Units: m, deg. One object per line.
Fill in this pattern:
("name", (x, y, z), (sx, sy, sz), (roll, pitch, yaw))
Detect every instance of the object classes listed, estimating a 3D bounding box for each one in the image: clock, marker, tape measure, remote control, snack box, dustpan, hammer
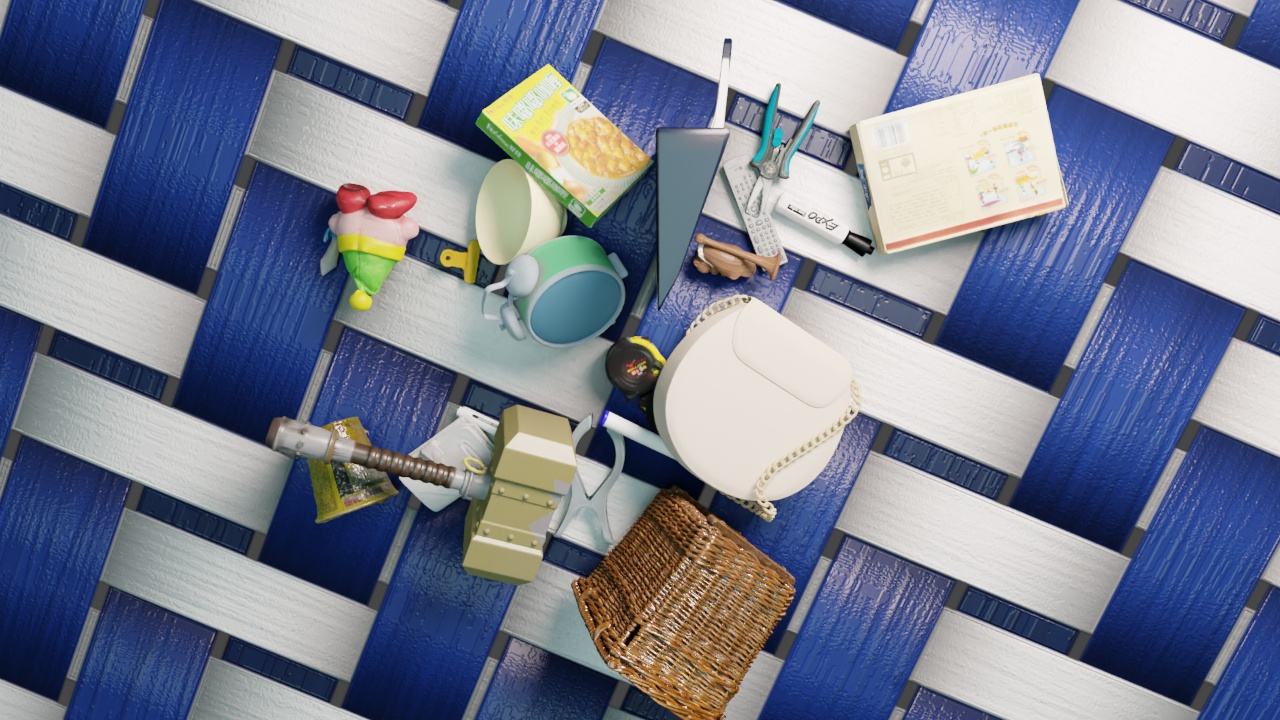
("clock", (-0.102, -0.076, 1.036), (0.161, 0.075, 0.122), (-9, 138, -26))
("marker", (0.017, 0.097, 1.103), (0.141, 0.020, 0.020), (26, 98, -13))
("tape measure", (0.036, 0.059, 1.101), (0.067, 0.038, 0.062), (-26, 97, 5))
("marker", (0.216, -0.157, 1.071), (0.126, 0.025, 0.025), (28, 98, -2))
("remote control", (0.134, -0.173, 1.077), (0.033, 0.013, 0.136), (-22, 96, 5))
("snack box", (0.357, -0.220, 1.041), (0.207, 0.055, 0.153), (-15, 97, 4))
("dustpan", (0.056, -0.196, 0.965), (0.080, 0.236, 0.273), (-1, 98, 1))
("tape measure", (-0.007, 0.006, 1.095), (0.071, 0.042, 0.072), (-30, 100, 7))
("snack box", (-0.080, -0.243, 1.027), (0.168, 0.131, 0.027), (42, 140, -4))
("marker", (-0.164, 0.088, 1.124), (0.133, 0.017, 0.020), (25, 61, -1))
("hammer", (-0.254, 0.124, 1.039), (0.324, 0.100, 0.190), (17, 108, -15))

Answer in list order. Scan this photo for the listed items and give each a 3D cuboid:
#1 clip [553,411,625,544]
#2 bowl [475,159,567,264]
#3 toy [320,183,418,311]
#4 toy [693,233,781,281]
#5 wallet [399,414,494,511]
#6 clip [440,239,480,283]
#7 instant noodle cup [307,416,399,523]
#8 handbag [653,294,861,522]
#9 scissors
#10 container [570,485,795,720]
("clip", (-0.075, 0.143, 1.124), (0.108, 0.028, 0.163), (5, 97, 2))
("bowl", (-0.127, -0.166, 1.054), (0.073, 0.118, 0.118), (1, 101, -41))
("toy", (-0.323, -0.134, 1.067), (0.124, 0.096, 0.132), (10, 117, 7))
("toy", (0.107, -0.116, 1.067), (0.102, 0.055, 0.041), (20, 61, -2))
("wallet", (-0.231, 0.129, 1.116), (0.116, 0.032, 0.086), (-39, 107, 11))
("clip", (-0.216, -0.120, 1.091), (0.046, 0.035, 0.053), (9, 100, -7))
("instant noodle cup", (-0.357, 0.130, 1.104), (0.102, 0.102, 0.108), (-20, 87, 5))
("handbag", (0.128, 0.051, 1.045), (0.210, 0.103, 0.208), (32, 86, -12))
("scissors", (0.159, -0.250, 1.059), (0.122, 0.019, 0.149), (-18, 97, -4))
("container", (0.051, 0.262, 1.027), (0.162, 0.250, 0.183), (38, 87, -14))
